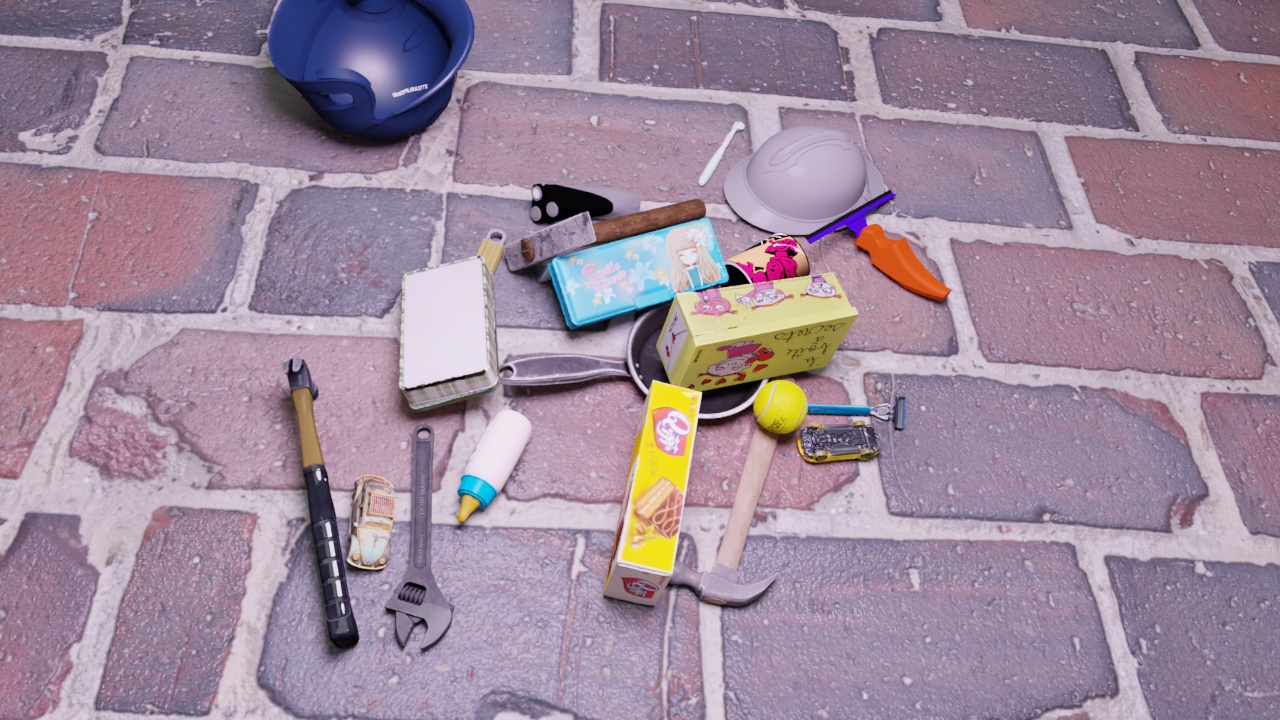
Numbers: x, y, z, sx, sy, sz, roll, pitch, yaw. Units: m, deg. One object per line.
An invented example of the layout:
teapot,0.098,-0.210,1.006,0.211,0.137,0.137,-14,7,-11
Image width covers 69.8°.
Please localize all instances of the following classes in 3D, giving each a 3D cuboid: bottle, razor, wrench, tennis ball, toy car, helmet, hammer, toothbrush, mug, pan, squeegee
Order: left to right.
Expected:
hammer,-0.352,0.145,1.005,0.025,0.118,0.332,-13,65,-14
toy car,-0.294,0.172,1.015,0.047,0.047,0.111,15,52,-29
helmet,-0.355,-0.429,1.302,0.273,0.223,0.232,-14,70,18
wrench,-0.247,0.191,1.035,0.073,0.018,0.272,-1,55,-9
wrench,-0.224,-0.072,1.211,0.083,0.018,0.272,15,56,2
bottle,-0.176,0.125,1.067,0.051,0.051,0.145,21,56,6
razor,-0.077,-0.225,1.315,0.156,0.057,0.060,-5,29,-21
hammer,-0.009,-0.186,1.237,0.299,0.218,0.037,-19,96,-32
pan,-0.007,0.007,1.166,0.356,0.055,0.187,-8,58,-13
toothbrush,0.124,-0.322,1.428,0.022,0.015,0.154,6,50,34
hammer,0.135,0.146,1.117,0.119,0.031,0.330,20,53,5
mug,0.177,-0.103,1.258,0.098,0.082,0.118,-29,92,-24
tennis ball,0.172,0.057,1.127,0.065,0.065,0.065,4,56,-6
helmet,0.261,-0.295,1.366,0.270,0.118,0.183,-16,60,-20
toy car,0.251,0.103,1.153,0.107,0.030,0.049,-2,56,-7
razor,0.270,0.064,1.189,0.144,0.022,0.042,2,92,-2
squeegee,0.366,-0.149,1.322,0.185,0.055,0.248,42,46,19

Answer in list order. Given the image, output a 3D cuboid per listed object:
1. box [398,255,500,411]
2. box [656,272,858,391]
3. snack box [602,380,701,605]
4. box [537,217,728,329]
box,-0.235,-0.037,1.134,0.117,0.049,0.205,-14,50,1
box,0.142,-0.034,1.130,0.220,0.125,0.080,-7,59,-19
snack box,0.014,0.149,1.041,0.061,0.110,0.229,14,56,-3
box,-0.014,-0.111,1.235,0.226,0.121,0.098,-18,89,-19
